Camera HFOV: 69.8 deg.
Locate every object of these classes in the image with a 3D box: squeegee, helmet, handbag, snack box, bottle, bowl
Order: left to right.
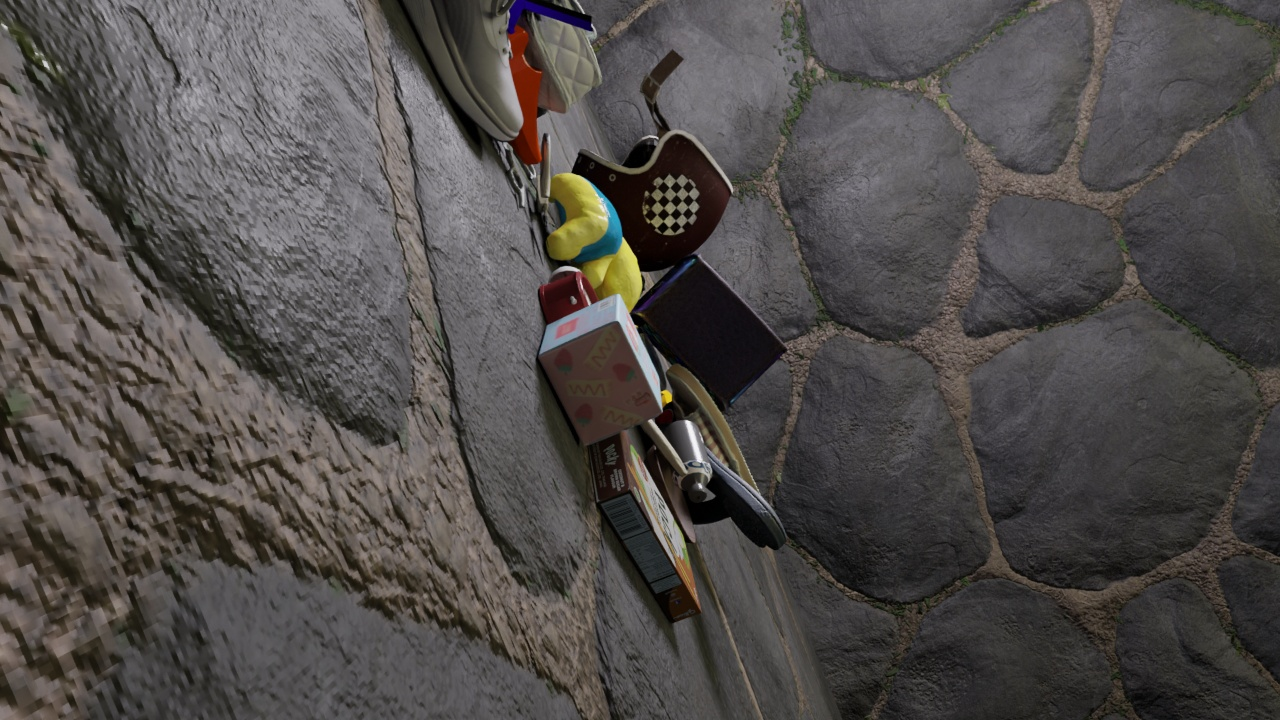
[{"bbox_3d":[-0.129,-0.284,0.940,0.250,0.055,0.185,32,-33,36],"label":"squeegee"},{"bbox_3d":[-0.124,-0.358,1.007,0.195,0.072,0.139,33,-23,47],"label":"handbag"},{"bbox_3d":[-0.035,0.007,0.818,0.093,0.079,0.095,-93,158,-71],"label":"snack box"},{"bbox_3d":[0.004,0.151,0.866,0.101,0.032,0.186,-104,169,-53],"label":"snack box"},{"bbox_3d":[0.016,-0.258,1.338,0.234,0.253,0.233,43,1,-16],"label":"helmet"},{"bbox_3d":[0.025,0.154,1.033,0.119,0.032,0.119,-21,89,-84],"label":"bowl"},{"bbox_3d":[0.055,0.116,1.049,0.112,0.047,0.047,-105,170,-50],"label":"bottle"},{"bbox_3d":[0.089,-0.034,1.274,0.205,0.125,0.222,46,-3,-1],"label":"handbag"}]

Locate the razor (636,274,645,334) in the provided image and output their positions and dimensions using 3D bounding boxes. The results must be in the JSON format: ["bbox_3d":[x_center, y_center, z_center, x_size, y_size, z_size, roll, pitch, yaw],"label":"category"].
[{"bbox_3d":[-0.010,-0.075,1.370,0.053,0.064,0.140,53,16,-61],"label":"razor"}]

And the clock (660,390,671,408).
[{"bbox_3d":[0.053,0.097,1.430,0.129,0.044,0.099,51,17,-46],"label":"clock"}]

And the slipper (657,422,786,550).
[{"bbox_3d":[0.071,0.162,1.125,0.264,0.082,0.101,36,-23,53],"label":"slipper"}]

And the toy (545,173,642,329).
[{"bbox_3d":[-0.051,-0.128,1.130,0.214,0.084,0.148,63,17,-51],"label":"toy"}]

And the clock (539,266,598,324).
[{"bbox_3d":[-0.064,-0.047,0.917,0.124,0.044,0.087,-90,157,-70],"label":"clock"}]

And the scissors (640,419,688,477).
[{"bbox_3d":[-0.011,0.057,0.991,0.179,0.015,0.199,43,23,-22],"label":"scissors"}]

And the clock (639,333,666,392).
[{"bbox_3d":[-0.007,0.007,1.194,0.125,0.052,0.088,40,30,-71],"label":"clock"}]

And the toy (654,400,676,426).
[{"bbox_3d":[0.067,0.100,1.326,0.119,0.100,0.097,40,63,-22],"label":"toy"}]

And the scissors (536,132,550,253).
[{"bbox_3d":[-0.107,-0.174,1.023,0.154,0.012,0.163,167,-76,-78],"label":"scissors"}]

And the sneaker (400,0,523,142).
[{"bbox_3d":[-0.143,-0.328,0.828,0.096,0.129,0.263,-98,169,-53],"label":"sneaker"}]

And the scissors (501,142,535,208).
[{"bbox_3d":[-0.148,-0.236,0.990,0.141,0.014,0.164,52,20,-47],"label":"scissors"}]

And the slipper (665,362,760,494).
[{"bbox_3d":[0.095,0.118,1.225,0.263,0.052,0.115,60,-11,-29],"label":"slipper"}]

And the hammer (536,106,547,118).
[{"bbox_3d":[-0.152,-0.420,1.225,0.025,0.118,0.333,67,11,13],"label":"hammer"}]
